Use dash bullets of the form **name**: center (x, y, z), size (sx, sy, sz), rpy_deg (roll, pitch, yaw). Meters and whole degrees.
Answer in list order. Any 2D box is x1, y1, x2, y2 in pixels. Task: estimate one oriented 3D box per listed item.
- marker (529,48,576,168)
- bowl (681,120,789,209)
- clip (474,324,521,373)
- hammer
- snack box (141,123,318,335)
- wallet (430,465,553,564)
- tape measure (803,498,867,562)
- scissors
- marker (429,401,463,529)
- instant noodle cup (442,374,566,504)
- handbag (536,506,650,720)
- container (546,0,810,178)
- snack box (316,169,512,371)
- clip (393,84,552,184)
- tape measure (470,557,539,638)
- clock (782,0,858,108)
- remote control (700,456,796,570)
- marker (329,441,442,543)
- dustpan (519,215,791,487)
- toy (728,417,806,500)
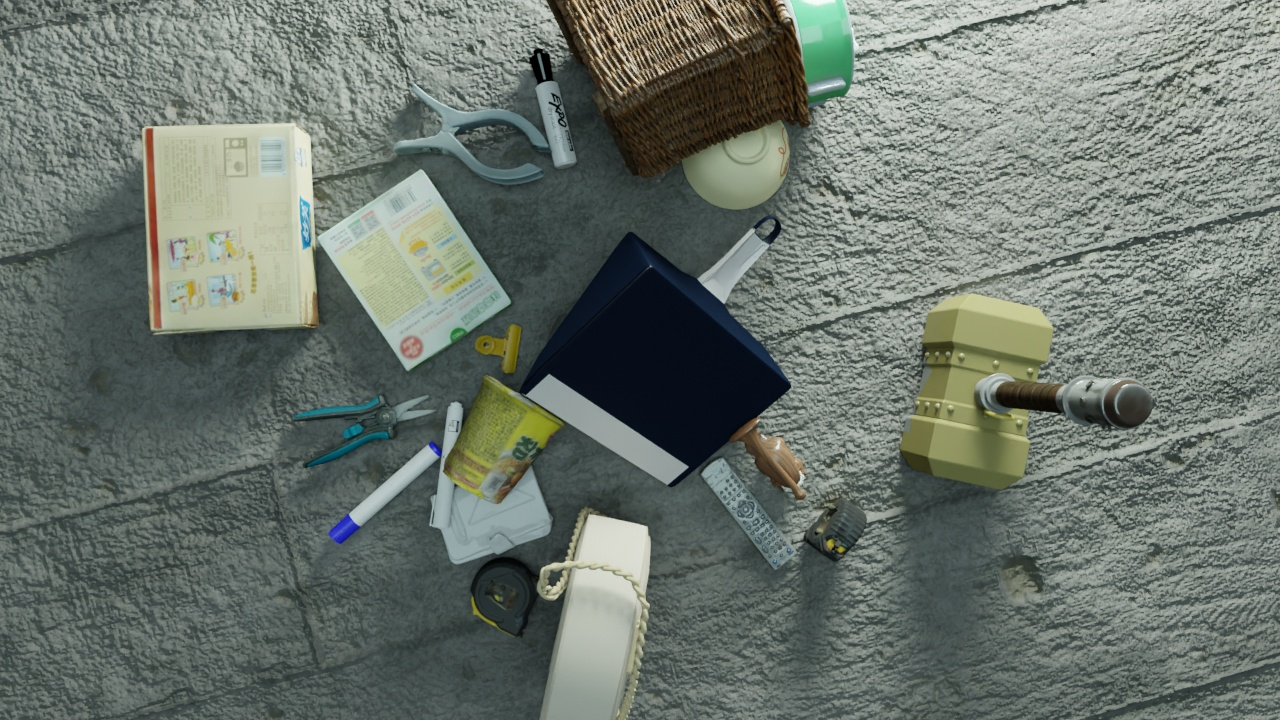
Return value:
- **marker**: center (-0.094, -0.267, 0.971), size (0.025, 0.025, 0.126), rpy_deg (-14, 91, -3)
- **bowl**: center (0.105, -0.222, 0.958), size (0.118, 0.074, 0.118), rpy_deg (0, 90, -3)
- **clip**: center (-0.153, -0.015, 0.976), size (0.046, 0.035, 0.053), rpy_deg (9, 91, -22)
- **hammer**: center (0.359, 0.032, 0.848), size (0.100, 0.325, 0.190), rpy_deg (12, 89, -3)
- **snack box**: center (-0.417, -0.132, 0.939), size (0.153, 0.055, 0.207), rpy_deg (-2, 91, -3)
- **wallet**: center (-0.157, 0.162, 0.967), size (0.116, 0.032, 0.086), rpy_deg (-24, 89, -3)
- **tape measure**: center (0.207, 0.177, 0.969), size (0.038, 0.067, 0.062), rpy_deg (37, 88, -3)
- **scissors**: center (-0.297, 0.069, 0.965), size (0.122, 0.019, 0.149), rpy_deg (36, 83, 1)
- **marker**: center (-0.202, 0.108, 0.958), size (0.020, 0.017, 0.133), rpy_deg (7, 76, -9)
- **instant noodle cup**: center (-0.143, 0.083, 0.929), size (0.102, 0.102, 0.108), rpy_deg (31, 85, -3)
- **handbag**: center (-0.050, 0.256, 0.885), size (0.103, 0.208, 0.210), rpy_deg (12, 89, 0)
- **container**: center (0.025, -0.315, 0.881), size (0.183, 0.162, 0.249), rpy_deg (-27, 65, 5)
- **snack box**: center (-0.235, -0.094, 0.963), size (0.132, 0.027, 0.168), rpy_deg (-34, 92, -2)
- **clip**: center (-0.169, -0.247, 0.959), size (0.163, 0.028, 0.108), rpy_deg (14, 87, 3)
- **tape measure**: center (-0.142, 0.245, 0.964), size (0.072, 0.042, 0.071), rpy_deg (24, 92, -1)
- **clock**: center (0.170, -0.346, 0.936), size (0.075, 0.122, 0.161), rpy_deg (-14, 95, -2)
- **remote control**: center (0.116, 0.164, 0.991), size (0.033, 0.013, 0.136), rpy_deg (-38, 92, -3)
- **marker**: center (-0.268, 0.139, 0.966), size (0.141, 0.020, 0.020), rpy_deg (-41, 92, -2)
- **dustpan**: center (0.047, -0.029, 0.912), size (0.273, 0.080, 0.236), rpy_deg (-42, 129, 14)
- **toy**: center (0.139, 0.103, 0.969), size (0.042, 0.054, 0.102), rpy_deg (-39, 100, 12)
